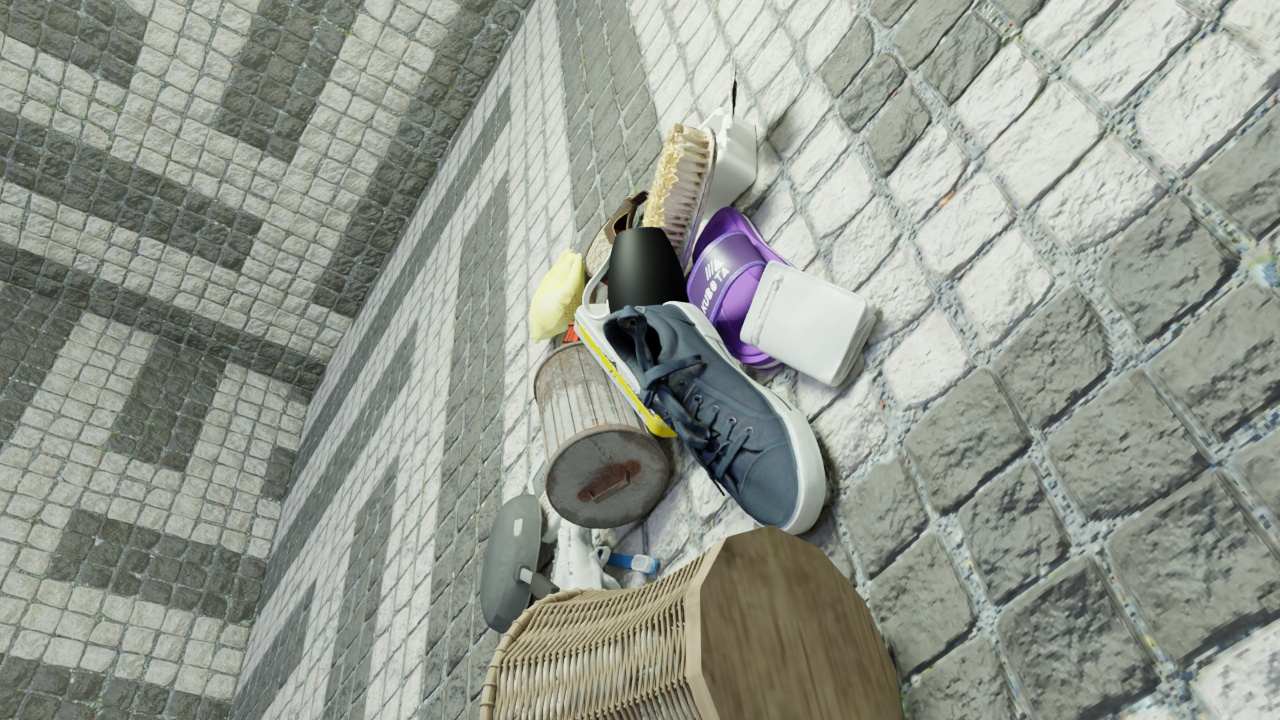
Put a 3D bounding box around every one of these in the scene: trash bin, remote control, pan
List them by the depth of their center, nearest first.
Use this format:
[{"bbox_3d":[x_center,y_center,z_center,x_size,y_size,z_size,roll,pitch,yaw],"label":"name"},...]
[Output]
[{"bbox_3d":[-0.050,0.081,1.022,0.131,0.130,0.211,-57,26,21],"label":"trash bin"},{"bbox_3d":[-0.143,0.249,1.081,0.358,0.041,0.178,165,116,-72],"label":"pan"},{"bbox_3d":[-0.118,0.177,1.199,0.060,0.025,0.138,-58,26,17],"label":"remote control"}]

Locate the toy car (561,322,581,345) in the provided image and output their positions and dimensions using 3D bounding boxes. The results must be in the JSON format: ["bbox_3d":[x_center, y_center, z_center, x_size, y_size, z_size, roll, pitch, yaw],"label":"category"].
[{"bbox_3d":[-0.069,-0.029,1.252,0.100,0.048,0.051,1,70,63],"label":"toy car"}]

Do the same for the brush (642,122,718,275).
[{"bbox_3d":[0.029,-0.143,1.061,0.083,0.056,0.272,-97,20,-52],"label":"brush"}]

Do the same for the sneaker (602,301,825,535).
[{"bbox_3d":[0.047,0.039,0.812,0.294,0.127,0.121,52,131,42],"label":"sneaker"}]

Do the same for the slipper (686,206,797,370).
[{"bbox_3d":[0.087,-0.090,0.951,0.107,0.084,0.266,-56,27,22],"label":"slipper"}]

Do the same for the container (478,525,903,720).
[{"bbox_3d":[0.040,0.236,0.619,0.197,0.226,0.226,-36,38,37],"label":"container"}]

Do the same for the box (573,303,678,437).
[{"bbox_3d":[-0.006,0.006,1.002,0.209,0.064,0.033,52,136,39],"label":"box"}]

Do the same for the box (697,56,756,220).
[{"bbox_3d":[0.103,-0.259,1.077,0.191,0.083,0.110,117,160,-51],"label":"box"}]

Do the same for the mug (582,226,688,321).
[{"bbox_3d":[-0.010,-0.086,0.994,0.119,0.084,0.100,-11,84,22],"label":"mug"}]

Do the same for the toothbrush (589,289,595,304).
[{"bbox_3d":[-0.084,-0.034,1.325,0.016,0.016,0.166,-36,38,49],"label":"toothbrush"}]

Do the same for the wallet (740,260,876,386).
[{"bbox_3d":[0.147,-0.033,0.811,0.116,0.032,0.086,35,103,41],"label":"wallet"}]

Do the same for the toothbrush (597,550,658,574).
[{"bbox_3d":[-0.026,0.216,0.995,0.167,0.014,0.016,-14,57,61],"label":"toothbrush"}]

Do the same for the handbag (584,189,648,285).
[{"bbox_3d":[-0.018,-0.168,1.261,0.138,0.063,0.166,-55,20,12],"label":"handbag"}]

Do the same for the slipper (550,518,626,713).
[{"bbox_3d":[-0.057,0.252,0.953,0.112,0.074,0.246,-63,24,27],"label":"slipper"}]

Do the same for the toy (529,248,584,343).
[{"bbox_3d":[-0.129,-0.097,1.413,0.155,0.064,0.170,-65,19,6],"label":"toy"}]
